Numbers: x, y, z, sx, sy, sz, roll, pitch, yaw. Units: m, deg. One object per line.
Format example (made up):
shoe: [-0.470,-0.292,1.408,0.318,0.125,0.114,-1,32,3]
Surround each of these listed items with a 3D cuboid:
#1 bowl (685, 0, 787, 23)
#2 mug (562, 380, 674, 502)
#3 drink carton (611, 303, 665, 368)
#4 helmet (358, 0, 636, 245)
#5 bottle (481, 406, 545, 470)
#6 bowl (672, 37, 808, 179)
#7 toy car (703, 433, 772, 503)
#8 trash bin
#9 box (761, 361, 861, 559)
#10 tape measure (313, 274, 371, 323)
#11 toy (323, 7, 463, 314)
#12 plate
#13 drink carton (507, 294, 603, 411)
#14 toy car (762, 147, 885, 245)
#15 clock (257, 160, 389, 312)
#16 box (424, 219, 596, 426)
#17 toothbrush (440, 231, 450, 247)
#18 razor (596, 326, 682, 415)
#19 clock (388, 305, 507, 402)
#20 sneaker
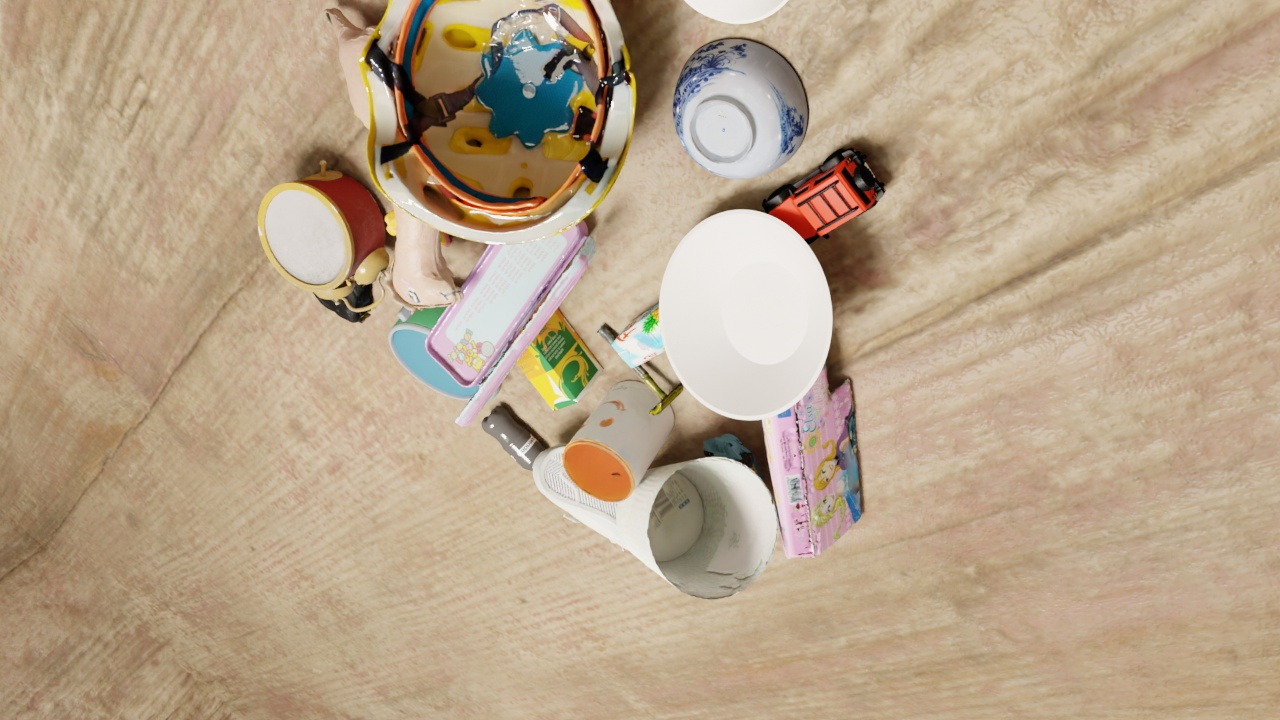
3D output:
bowl: [0.058,-0.285,0.644,0.110,0.040,0.110,17,133,19]
mug: [-0.021,0.084,0.958,0.082,0.105,0.082,17,133,20]
drink carton: [0.026,-0.036,0.873,0.038,0.044,0.129,48,134,-12]
helmet: [-0.101,-0.213,0.732,0.209,0.139,0.240,5,97,6]
bottle: [-0.142,0.102,1.100,0.110,0.036,0.036,45,136,-9]
bowl: [0.070,-0.188,0.716,0.114,0.045,0.114,17,133,19]
toy car: [0.107,0.118,0.960,0.060,0.027,0.108,10,134,48]
trash bin: [0.046,0.164,0.939,0.133,0.133,0.161,45,164,-9]
box: [0.166,0.082,0.873,0.091,0.084,0.231,-10,124,4]
tape measure: [-0.349,-0.087,1.068,0.072,0.042,0.072,27,139,14]
toy: [-0.230,-0.179,0.862,0.196,0.065,0.265,32,129,27]
plate: [0.094,-0.038,0.773,0.174,0.036,0.174,8,102,41]
drink carton: [-0.100,-0.015,0.958,0.041,0.058,0.122,-19,114,41]
toy car: [0.141,-0.124,0.723,0.051,0.048,0.100,49,135,-13]
clock: [-0.327,-0.128,0.988,0.117,0.081,0.159,-20,104,30]
box: [-0.121,-0.046,0.870,0.062,0.140,0.215,20,119,-40]
toothbrush: [-0.232,-0.173,0.938,0.021,0.016,0.135,-10,120,32]
razor: [-0.006,0.005,0.940,0.106,0.042,0.026,47,138,2]
clock: [-0.209,-0.007,1.030,0.122,0.075,0.162,21,147,15]
sneaker: [-0.018,0.170,1.054,0.242,0.089,0.091,32,169,-12]
